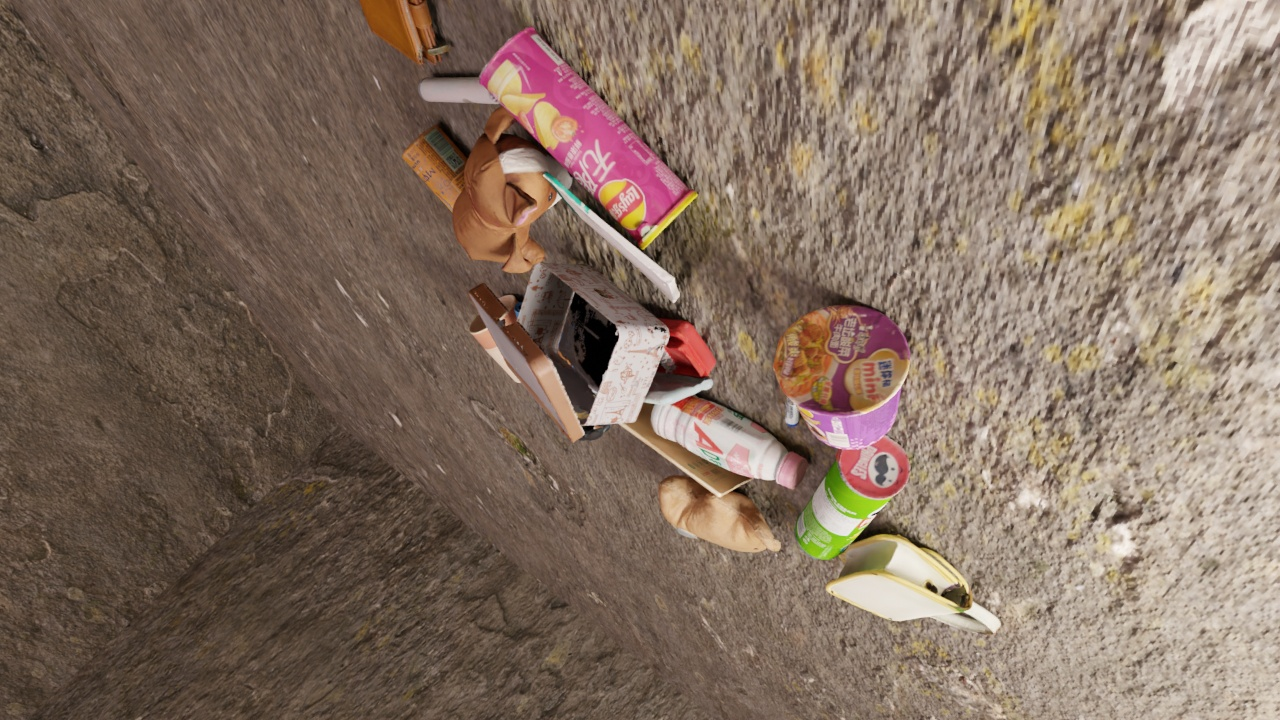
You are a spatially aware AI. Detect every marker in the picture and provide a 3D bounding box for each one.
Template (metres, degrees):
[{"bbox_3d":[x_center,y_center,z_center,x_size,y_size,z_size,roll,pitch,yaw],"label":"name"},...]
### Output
[{"bbox_3d":[0.160,0.027,0.960,0.017,0.016,0.146,31,155,26],"label":"marker"}]

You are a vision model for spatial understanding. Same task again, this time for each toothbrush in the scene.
[{"bbox_3d":[-0.161,-0.276,0.937,0.221,0.026,0.026,18,114,45],"label":"toothbrush"}]

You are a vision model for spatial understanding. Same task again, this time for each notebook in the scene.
[{"bbox_3d":[-0.022,-0.115,0.900,0.150,0.012,0.209,42,-177,3],"label":"notebook"},{"bbox_3d":[0.043,0.103,1.189,0.208,0.008,0.147,35,-166,18],"label":"notebook"}]

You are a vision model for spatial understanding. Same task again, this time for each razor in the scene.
[{"bbox_3d":[-0.094,0.057,1.390,0.067,0.062,0.167,-114,2,-53],"label":"razor"}]

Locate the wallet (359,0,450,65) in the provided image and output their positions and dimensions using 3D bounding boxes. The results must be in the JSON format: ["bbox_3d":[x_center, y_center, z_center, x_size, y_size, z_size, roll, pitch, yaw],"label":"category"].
[{"bbox_3d":[-0.249,-0.362,0.915,0.119,0.035,0.131,35,158,19],"label":"wallet"}]

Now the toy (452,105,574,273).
[{"bbox_3d":[-0.132,-0.171,0.959,0.200,0.130,0.140,117,133,-72],"label":"toy"}]

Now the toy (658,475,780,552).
[{"bbox_3d":[0.125,0.224,1.284,0.226,0.082,0.143,11,162,47],"label":"toy"}]

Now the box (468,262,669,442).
[{"bbox_3d":[-0.102,-0.014,1.020,0.182,0.168,0.151,41,118,40],"label":"box"}]

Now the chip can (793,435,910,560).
[{"bbox_3d":[0.225,0.156,1.009,0.072,0.072,0.236,37,157,15],"label":"chip can"}]

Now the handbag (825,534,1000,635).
[{"bbox_3d":[0.328,0.272,1.083,0.179,0.063,0.164,28,158,-2],"label":"handbag"}]

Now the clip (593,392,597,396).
[{"bbox_3d":[-0.048,0.066,1.364,0.057,0.024,0.028,37,154,23],"label":"clip"}]

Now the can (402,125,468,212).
[{"bbox_3d":[-0.217,-0.210,1.104,0.146,0.058,0.058,48,157,-13],"label":"can"}]

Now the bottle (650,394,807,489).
[{"bbox_3d":[0.107,0.096,1.110,0.197,0.068,0.068,25,152,29],"label":"bottle"}]

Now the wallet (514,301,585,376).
[{"bbox_3d":[-0.111,-0.019,1.251,0.106,0.040,0.133,11,141,18],"label":"wallet"}]

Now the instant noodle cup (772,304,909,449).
[{"bbox_3d":[0.181,0.021,0.810,0.111,0.111,0.099,29,164,30],"label":"instant noodle cup"}]

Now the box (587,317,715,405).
[{"bbox_3d":[-0.007,0.010,1.098,0.202,0.099,0.095,8,140,54],"label":"box"}]

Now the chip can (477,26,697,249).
[{"bbox_3d":[-0.047,-0.199,0.827,0.210,0.071,0.072,45,158,-4],"label":"chip can"}]

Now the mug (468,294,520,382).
[{"bbox_3d":[-0.173,-0.034,1.332,0.115,0.081,0.106,-16,123,37],"label":"mug"}]
